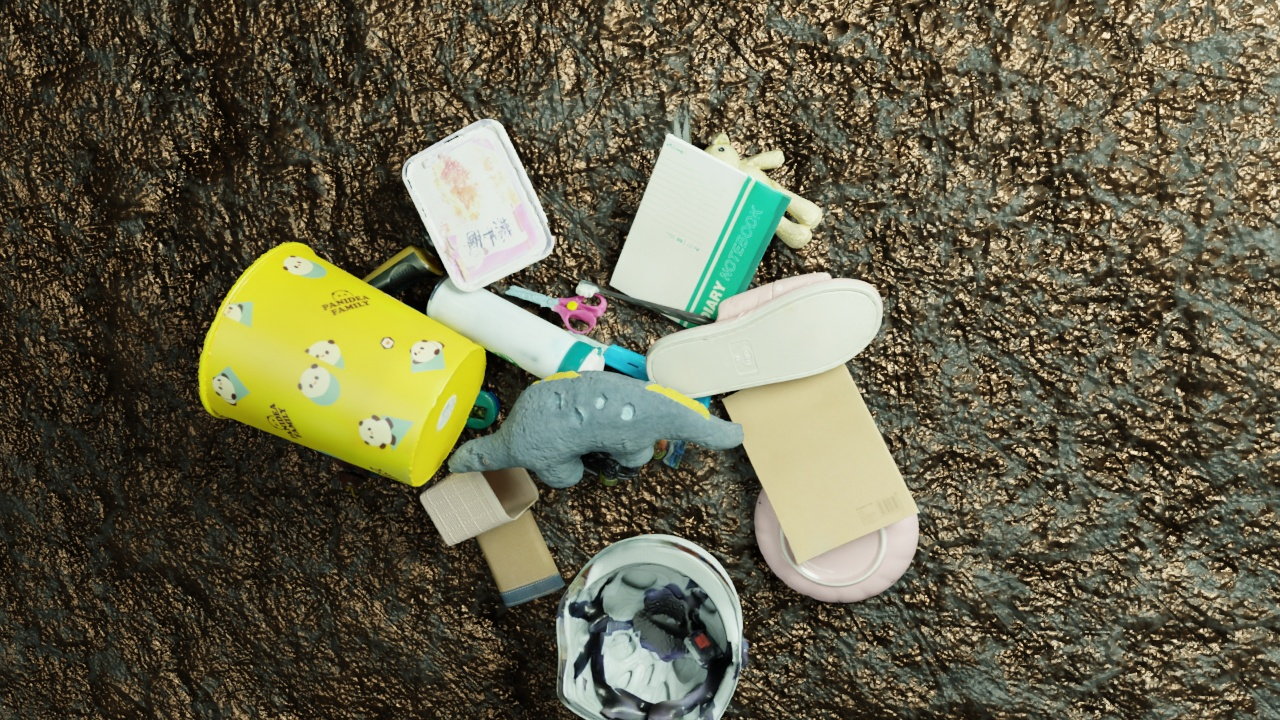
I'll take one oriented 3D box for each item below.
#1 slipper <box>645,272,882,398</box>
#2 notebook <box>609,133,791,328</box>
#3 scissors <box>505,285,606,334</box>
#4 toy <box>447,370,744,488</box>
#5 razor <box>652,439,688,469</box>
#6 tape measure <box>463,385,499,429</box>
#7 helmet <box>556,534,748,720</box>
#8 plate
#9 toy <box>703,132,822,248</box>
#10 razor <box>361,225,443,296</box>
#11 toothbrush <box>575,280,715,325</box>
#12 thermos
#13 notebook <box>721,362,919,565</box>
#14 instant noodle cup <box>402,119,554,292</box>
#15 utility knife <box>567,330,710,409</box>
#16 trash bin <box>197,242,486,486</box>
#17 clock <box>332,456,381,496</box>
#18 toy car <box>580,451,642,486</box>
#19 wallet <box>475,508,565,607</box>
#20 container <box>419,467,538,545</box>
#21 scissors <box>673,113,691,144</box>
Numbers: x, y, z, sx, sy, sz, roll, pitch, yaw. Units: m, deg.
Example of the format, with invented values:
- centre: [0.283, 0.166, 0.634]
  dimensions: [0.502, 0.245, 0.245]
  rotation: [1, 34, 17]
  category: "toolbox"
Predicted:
- centre: [0.135, -0.027, 1.032]
  dimensions: [0.275, 0.054, 0.114]
  rotation: [-19, 118, 18]
  category: "slipper"
- centre: [0.061, -0.130, 1.026]
  dimensions: [0.150, 0.012, 0.210]
  rotation: [29, 130, 7]
  category: "notebook"
- centre: [-0.109, -0.066, 1.117]
  dimensions: [0.135, 0.017, 0.064]
  rotation: [14, 65, 19]
  category: "scissors"
- centre: [-0.066, 0.075, 1.050]
  dimensions: [0.357, 0.091, 0.138]
  rotation: [-9, 130, 9]
  category: "toy"
- centre: [-0.012, 0.088, 1.132]
  dimensions: [0.143, 0.022, 0.043]
  rotation: [25, 107, 10]
  category: "razor"
- centre: [-0.210, 0.061, 1.183]
  dimensions: [0.054, 0.025, 0.058]
  rotation: [4, 105, 17]
  category: "tape measure"
- centre: [0.023, 0.321, 1.112]
  dimensions: [0.229, 0.145, 0.259]
  rotation: [10, 98, 13]
  category: "helmet"
- centre: [0.226, 0.202, 1.078]
  dimensions: [0.193, 0.039, 0.192]
  rotation: [4, 104, 16]
  category: "plate"
- centre: [0.126, -0.182, 1.002]
  dimensions: [0.157, 0.066, 0.105]
  rotation: [38, 105, 12]
  category: "toy"
- centre: [-0.300, -0.117, 1.159]
  dimensions: [0.168, 0.062, 0.067]
  rotation: [-25, 64, 26]
  category: "razor"
- centre: [0.007, -0.064, 1.079]
  dimensions: [0.181, 0.018, 0.016]
  rotation: [16, 135, 16]
  category: "toothbrush"
- centre: [-0.149, -0.027, 1.115]
  dimensions: [0.224, 0.073, 0.073]
  rotation: [27, 109, 12]
  category: "thermos"
- centre: [0.201, 0.107, 1.047]
  dimensions: [0.150, 0.012, 0.211]
  rotation: [-29, 77, 20]
  category: "notebook"
- centre: [-0.186, -0.184, 1.094]
  dimensions: [0.138, 0.060, 0.173]
  rotation: [-24, 97, 13]
  category: "instant noodle cup"
- centre: [-0.007, 0.007, 1.113]
  dimensions: [0.203, 0.018, 0.034]
  rotation: [23, 109, 12]
  category: "utility knife"
- centre: [-0.339, 0.016, 1.090]
  dimensions: [0.255, 0.229, 0.230]
  rotation: [25, 109, 4]
  category: "trash bin"
- centre: [-0.365, 0.122, 1.214]
  dimensions: [0.055, 0.081, 0.122]
  rotation: [10, 104, 19]
  category: "clock"
- centre: [-0.071, 0.100, 1.135]
  dimensions: [0.158, 0.042, 0.070]
  rotation: [25, 135, 8]
  category: "toy car"
- centre: [-0.162, 0.262, 1.214]
  dimensions: [0.090, 0.033, 0.115]
  rotation: [-23, 94, 18]
  category: "wallet"
- centre: [-0.209, 0.173, 1.178]
  dimensions: [0.111, 0.089, 0.090]
  rotation: [-29, 94, 24]
  category: "container"
- centre: [0.040, -0.187, 1.019]
  dimensions: [0.143, 0.014, 0.173]
  rotation: [-22, 113, 40]
  category: "scissors"
